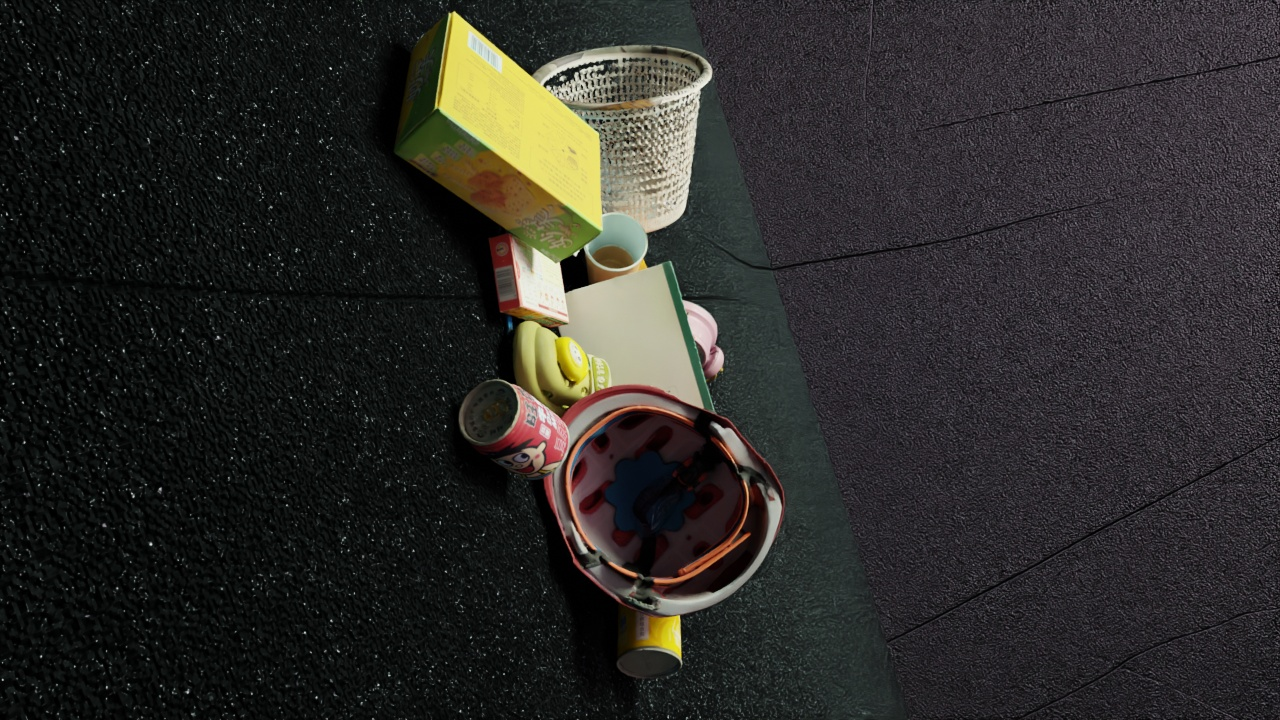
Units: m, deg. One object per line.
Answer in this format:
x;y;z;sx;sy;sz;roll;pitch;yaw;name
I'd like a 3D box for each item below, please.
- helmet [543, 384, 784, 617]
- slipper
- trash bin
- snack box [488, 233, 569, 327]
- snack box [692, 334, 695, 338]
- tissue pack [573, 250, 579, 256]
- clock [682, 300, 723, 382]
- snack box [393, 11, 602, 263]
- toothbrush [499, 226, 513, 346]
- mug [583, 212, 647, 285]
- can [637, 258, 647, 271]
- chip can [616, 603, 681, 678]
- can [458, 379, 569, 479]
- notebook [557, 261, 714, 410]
0.014;0.141;0.948;0.240;0.206;0.144;44;-9;6;helmet
-0.069;0.018;0.971;0.190;0.082;0.091;53;24;-56;slipper
-0.019;-0.277;1.180;0.227;0.227;0.192;-82;169;-54;trash bin
-0.115;-0.082;0.976;0.155;0.027;0.077;17;63;-76;snack box
0.004;-0.021;1.196;0.113;0.044;0.126;49;46;-23;snack box
-0.107;-0.197;1.080;0.140;0.063;0.089;56;24;-45;tissue pack
0.060;-0.017;1.361;0.158;0.117;0.059;55;35;-41;clock
-0.133;-0.215;0.905;0.210;0.070;0.157;33;39;-38;snack box
-0.145;-0.102;0.963;0.014;0.016;0.189;48;32;-66;toothbrush
-0.035;-0.126;1.170;0.123;0.078;0.078;104;-24;-72;mug
-0.026;-0.140;1.293;0.058;0.058;0.146;-78;147;-57;can
0.009;0.239;1.024;0.212;0.072;0.072;-90;157;-43;chip can
-0.112;0.062;0.814;0.094;0.067;0.066;47;31;-56;can
-0.006;0.006;1.060;0.012;0.150;0.209;-13;87;-79;notebook
